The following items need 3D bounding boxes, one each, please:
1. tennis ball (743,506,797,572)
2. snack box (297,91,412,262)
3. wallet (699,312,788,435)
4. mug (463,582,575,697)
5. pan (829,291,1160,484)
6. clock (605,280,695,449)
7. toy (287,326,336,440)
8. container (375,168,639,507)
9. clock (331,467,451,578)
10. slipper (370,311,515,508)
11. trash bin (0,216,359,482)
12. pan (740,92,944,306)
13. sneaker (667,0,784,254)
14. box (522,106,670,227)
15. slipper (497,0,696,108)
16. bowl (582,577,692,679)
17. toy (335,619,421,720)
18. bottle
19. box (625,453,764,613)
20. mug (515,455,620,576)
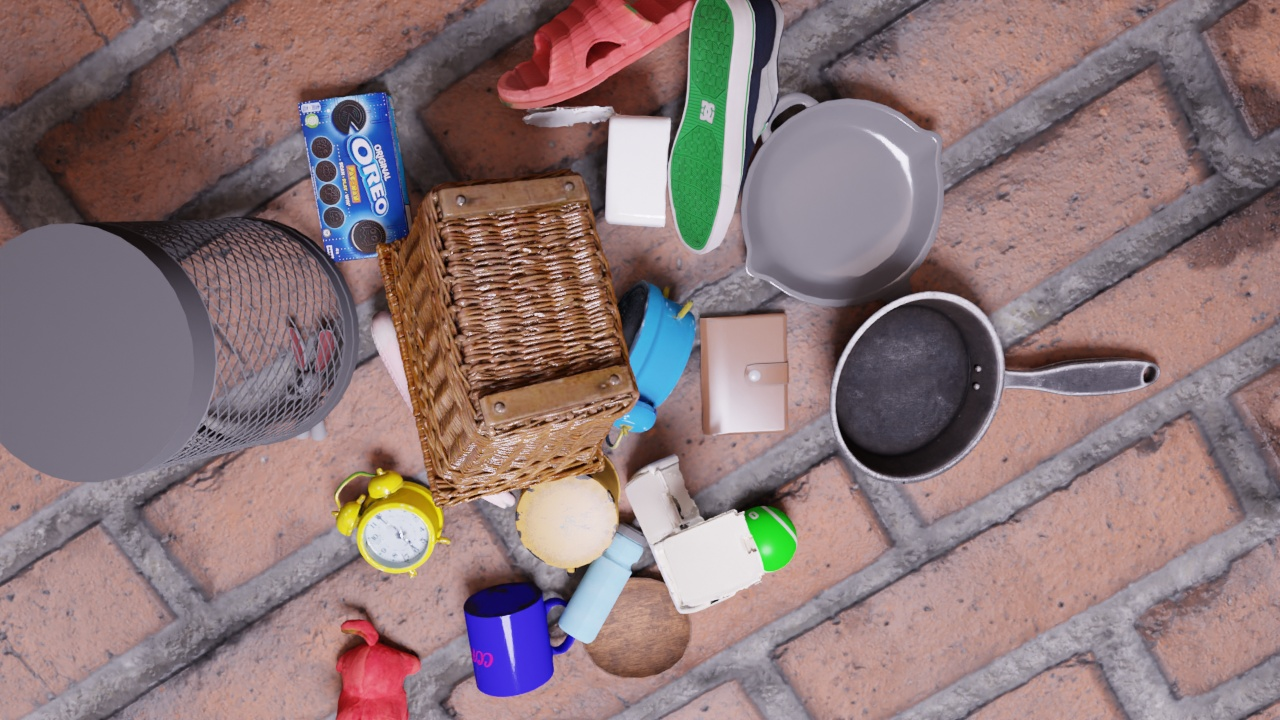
[{"bbox_3d":[0.123,0.178,0.914,0.065,0.065,0.065,0,100,-1],"label":"tennis ball"},{"bbox_3d":[-0.264,-0.170,0.863,0.082,0.027,0.150,-8,101,0],"label":"snack box"},{"bbox_3d":[0.104,0.015,0.911,0.087,0.013,0.121,-3,100,-1],"label":"wallet"},{"bbox_3d":[-0.117,0.275,0.925,0.111,0.079,0.083,-12,101,-24],"label":"mug"},{"bbox_3d":[0.342,0.020,0.890,0.356,0.055,0.187,-5,106,-16],"label":"pan"},{"bbox_3d":[-0.005,0.005,0.859,0.060,0.117,0.161,21,100,-17],"label":"clock"},{"bbox_3d":[-0.321,0.023,0.895,0.049,0.030,0.112,4,99,3],"label":"toy"},{"bbox_3d":[-0.108,-0.028,0.759,0.162,0.184,0.249,-11,78,-22],"label":"container"},{"bbox_3d":[-0.248,0.156,0.905,0.083,0.057,0.119,-43,105,6],"label":"clock"},{"bbox_3d":[-0.185,0.047,0.871,0.055,0.107,0.221,-34,93,-12],"label":"slipper"},{"bbox_3d":[-0.389,-0.016,0.768,0.218,0.227,0.218,1,96,8],"label":"trash bin"},{"bbox_3d":[0.226,-0.100,0.888,0.216,0.024,0.354,-35,104,5],"label":"pan"},{"bbox_3d":[0.083,-0.207,0.824,0.078,0.084,0.236,-15,128,-32],"label":"sneaker"},{"bbox_3d":[-0.042,-0.183,0.825,0.136,0.109,0.121,2,99,-3],"label":"box"},{"bbox_3d":[-0.022,-0.302,0.806,0.248,0.103,0.059,-30,127,-3],"label":"slipper"},{"bbox_3d":[-0.004,0.273,0.945,0.114,0.026,0.102,-6,86,3],"label":"bowl"},{"bbox_3d":[-0.271,0.326,0.918,0.088,0.094,0.133,-5,98,0],"label":"toy"},{"bbox_3d":[-0.034,0.216,0.918,0.040,0.040,0.130,31,81,-6],"label":"bottle"},{"bbox_3d":[0.030,0.157,0.828,0.070,0.187,0.143,-19,75,-22],"label":"box"},{"bbox_3d":[-0.069,0.152,0.890,0.100,0.094,0.124,-2,100,-1],"label":"mug"}]
